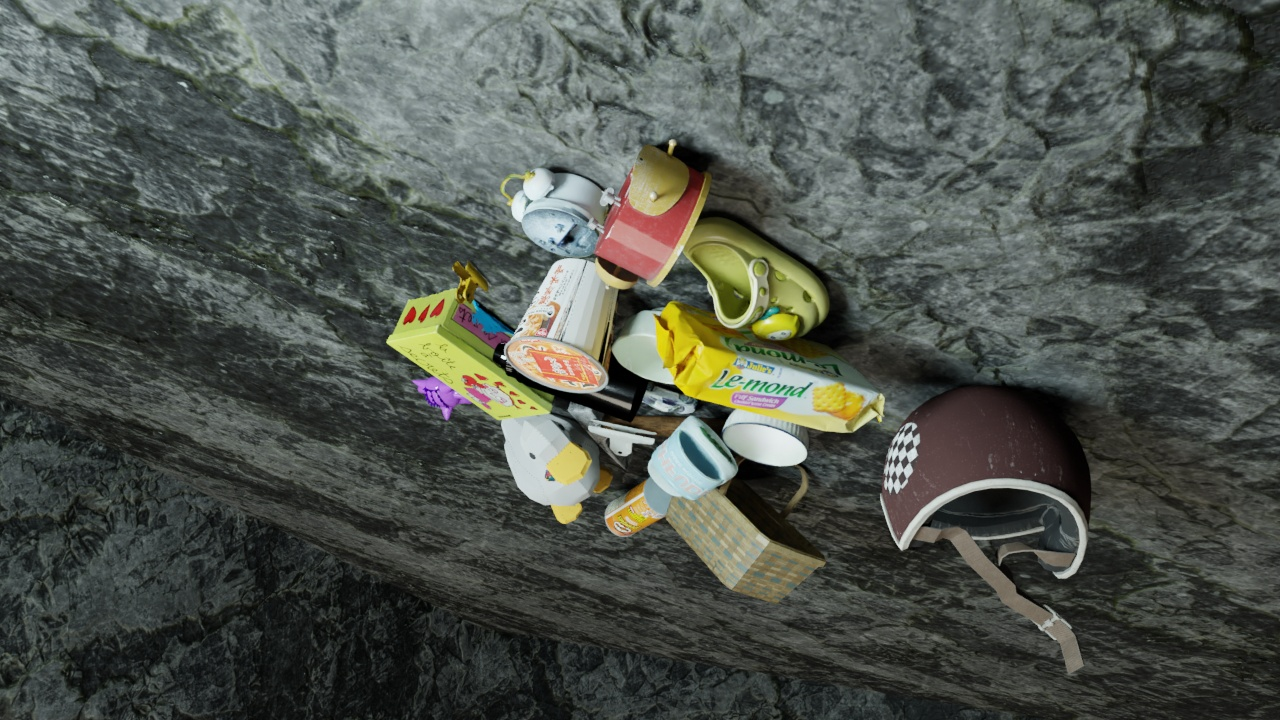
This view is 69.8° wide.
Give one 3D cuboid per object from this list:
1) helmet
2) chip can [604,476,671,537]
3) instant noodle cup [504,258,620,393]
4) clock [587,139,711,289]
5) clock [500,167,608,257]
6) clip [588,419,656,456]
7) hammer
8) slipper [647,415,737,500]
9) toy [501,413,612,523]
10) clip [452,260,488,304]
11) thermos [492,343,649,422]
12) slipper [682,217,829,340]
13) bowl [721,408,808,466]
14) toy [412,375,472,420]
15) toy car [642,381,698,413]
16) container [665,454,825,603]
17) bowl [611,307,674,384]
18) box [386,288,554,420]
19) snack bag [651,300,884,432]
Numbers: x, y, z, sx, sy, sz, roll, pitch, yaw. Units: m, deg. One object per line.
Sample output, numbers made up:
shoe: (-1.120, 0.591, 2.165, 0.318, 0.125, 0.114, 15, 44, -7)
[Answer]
helmet: (0.395, 0.157, 1.037, 0.233, 0.252, 0.234, 10, 129, 2)
chip can: (0.004, 0.266, 1.676, 0.075, 0.075, 0.216, 23, 153, -12)
instant noodle cup: (-0.081, -0.045, 1.069, 0.124, 0.121, 0.124, 13, 154, 7)
clock: (-0.005, -0.131, 0.863, 0.081, 0.116, 0.159, 25, 145, -10)
clock: (-0.088, -0.154, 0.935, 0.117, 0.057, 0.083, 25, 153, -17)
clip: (-0.028, 0.122, 1.375, 0.102, 0.046, 0.056, 12, 141, 8)
hammer: (0.063, 0.119, 1.403, 0.301, 0.037, 0.218, 2, 150, 26)
slipper: (0.062, 0.156, 1.320, 0.104, 0.074, 0.246, 47, 155, 2)
toy: (-0.140, 0.150, 1.447, 0.247, 0.140, 0.268, 37, 165, 34)
clip: (-0.211, -0.093, 1.140, 0.044, 0.049, 0.054, -27, 141, 6)
thermos: (-0.092, 0.009, 1.208, 0.199, 0.086, 0.086, 19, 154, 9)
slipper: (0.117, -0.073, 0.952, 0.190, 0.081, 0.092, 34, 146, -27)
bowl: (0.174, 0.089, 1.247, 0.118, 0.062, 0.118, 14, 151, 8)
toy: (-0.316, 0.054, 1.469, 0.106, 0.055, 0.088, 7, 154, 19)
toy car: (0.037, 0.057, 1.306, 0.090, 0.027, 0.039, 17, 152, -2)
container: (0.168, 0.226, 1.403, 0.157, 0.186, 0.250, 25, -171, -35)
bowl: (0.029, -0.024, 1.114, 0.117, 0.061, 0.118, 13, 153, 7)
box: (-0.227, -0.004, 1.280, 0.125, 0.081, 0.221, -7, 146, 40)
snack bag: (0.127, 0.009, 0.999, 0.247, 0.068, 0.159, 14, -162, -14)
